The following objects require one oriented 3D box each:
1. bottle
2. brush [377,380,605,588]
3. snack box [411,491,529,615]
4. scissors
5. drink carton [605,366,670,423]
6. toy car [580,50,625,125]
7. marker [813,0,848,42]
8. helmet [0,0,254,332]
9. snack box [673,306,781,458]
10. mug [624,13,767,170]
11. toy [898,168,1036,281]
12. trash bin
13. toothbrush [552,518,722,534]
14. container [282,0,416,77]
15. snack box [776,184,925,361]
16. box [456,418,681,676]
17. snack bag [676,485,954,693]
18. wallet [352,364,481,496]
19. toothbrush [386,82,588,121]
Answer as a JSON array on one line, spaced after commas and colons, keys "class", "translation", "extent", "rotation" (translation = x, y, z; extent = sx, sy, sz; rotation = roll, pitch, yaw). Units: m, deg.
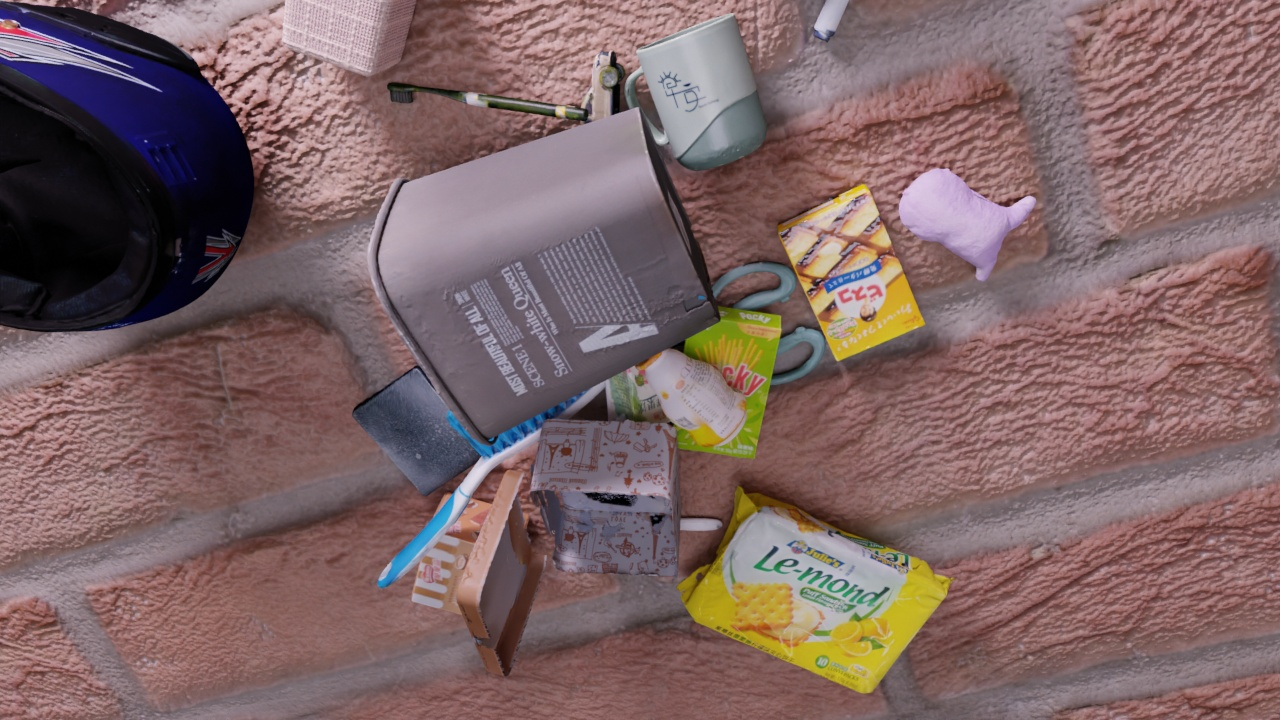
[{"class": "bottle", "translation": [0.044, 0.028, 0.825], "extent": [0.063, 0.063, 0.108], "rotation": [-41, 109, 19]}, {"class": "brush", "translation": [-0.153, 0.089, 0.877], "extent": [0.314, 0.060, 0.109], "rotation": [-37, 117, -4]}, {"class": "snack box", "translation": [-0.177, 0.205, 0.961], "extent": [0.094, 0.077, 0.093], "rotation": [16, 114, -4]}, {"class": "scissors", "translation": [0.081, -0.034, 0.866], "extent": [0.179, 0.019, 0.161], "rotation": [-6, 117, 12]}, {"class": "drink carton", "translation": [-0.005, 0.005, 0.866], "extent": [0.045, 0.053, 0.123], "rotation": [19, 121, 45]}, {"class": "toy car", "translation": [-0.032, -0.217, 0.782], "extent": [0.035, 0.042, 0.090], "rotation": [6, 114, 4]}, {"class": "marker", "translation": [0.174, -0.320, 0.734], "extent": [0.022, 0.018, 0.131], "rotation": [17, 114, -13]}, {"class": "helmet", "translation": [-0.473, -0.165, 0.727], "extent": [0.315, 0.240, 0.248], "rotation": [23, 114, -18]}, {"class": "snack box", "translation": [0.079, 0.022, 0.871], "extent": [0.086, 0.026, 0.157], "rotation": [9, 125, 3]}, {"class": "mug", "translation": [0.042, -0.216, 0.761], "extent": [0.112, 0.082, 0.106], "rotation": [-8, 115, 32]}, {"class": "toy", "translation": [0.279, -0.126, 0.799], "extent": [0.108, 0.038, 0.084], "rotation": [27, 113, -5]}, {"class": "trash bin", "translation": [-0.068, -0.077, 0.743], "extent": [0.220, 0.198, 0.199], "rotation": [-20, 123, 10]}, {"class": "toothbrush", "translation": [-0.004, 0.175, 0.966], "extent": [0.180, 0.016, 0.016], "rotation": [-1, 127, 4]}, {"class": "container", "translation": [-0.230, -0.299, 0.739], "extent": [0.090, 0.090, 0.111], "rotation": [18, 117, -4]}, {"class": "snack box", "translation": [0.191, -0.078, 0.832], "extent": [0.087, 0.033, 0.140], "rotation": [-23, 112, 14]}, {"class": "box", "translation": [-0.045, 0.175, 0.848], "extent": [0.158, 0.216, 0.181], "rotation": [11, 142, 11]}, {"class": "snack bag", "translation": [0.177, 0.236, 0.951], "extent": [0.246, 0.068, 0.158], "rotation": [24, 114, -6]}, {"class": "wallet", "translation": [-0.224, 0.073, 0.940], "extent": [0.097, 0.019, 0.121], "rotation": [-33, 106, 18]}, {"class": "toothbrush", "translation": [-0.133, -0.219, 0.786], "extent": [0.186, 0.012, 0.017], "rotation": [11, 122, 13]}]
